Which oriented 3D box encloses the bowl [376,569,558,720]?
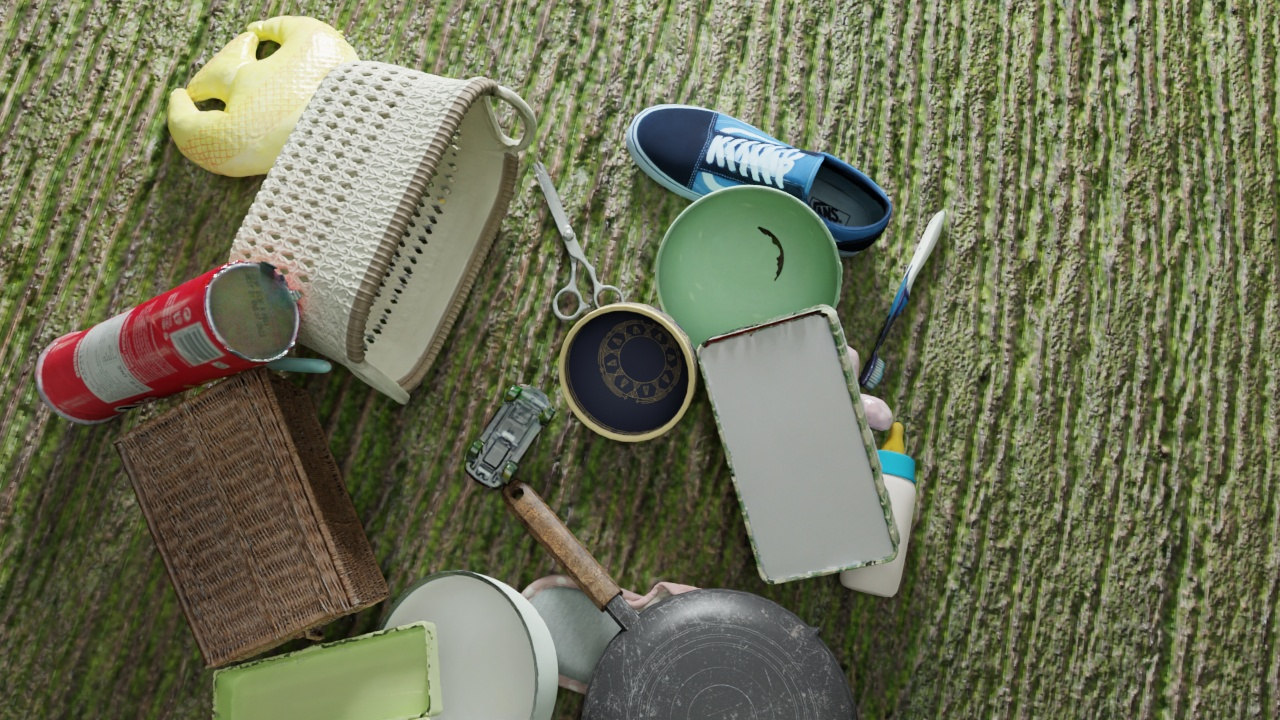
[{"bbox_3d":[-0.122,0.235,0.681,0.154,0.072,0.153,-7,74,27],"label":"bowl"}]

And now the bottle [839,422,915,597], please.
[{"bbox_3d":[0.204,0.123,0.773,0.051,0.051,0.146,15,78,-5],"label":"bottle"}]

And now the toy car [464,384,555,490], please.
[{"bbox_3d":[-0.106,0.062,0.751,0.042,0.036,0.091,32,78,0],"label":"toy car"}]

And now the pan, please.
[{"bbox_3d":[0.006,0.210,0.684,0.207,0.040,0.357,-39,69,-17],"label":"pan"}]

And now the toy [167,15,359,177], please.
[{"bbox_3d":[-0.303,-0.218,0.766,0.155,0.065,0.170,35,70,13],"label":"toy"}]

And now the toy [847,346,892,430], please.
[{"bbox_3d":[0.167,0.024,0.789,0.063,0.047,0.110,-29,85,-4],"label":"toy"}]

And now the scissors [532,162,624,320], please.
[{"bbox_3d":[-0.049,-0.098,0.800,0.095,0.014,0.170,0,83,-6],"label":"scissors"}]

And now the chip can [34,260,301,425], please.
[{"bbox_3d":[-0.334,-0.009,0.644,0.234,0.073,0.073,-14,78,34],"label":"chip can"}]

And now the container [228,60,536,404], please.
[{"bbox_3d":[-0.193,-0.105,0.704,0.143,0.185,0.245,21,76,7],"label":"container"}]

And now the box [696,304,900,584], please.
[{"bbox_3d":[0.125,0.067,0.727,0.118,0.049,0.205,-17,90,18],"label":"box"}]

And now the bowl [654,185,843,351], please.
[{"bbox_3d":[0.090,-0.077,0.770,0.151,0.076,0.151,3,111,7],"label":"bowl"}]

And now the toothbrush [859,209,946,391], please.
[{"bbox_3d":[0.241,-0.057,0.831,0.017,0.016,0.188,30,77,-12],"label":"toothbrush"}]

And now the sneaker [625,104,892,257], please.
[{"bbox_3d":[0.107,-0.170,0.791,0.241,0.098,0.083,24,77,-2],"label":"sneaker"}]

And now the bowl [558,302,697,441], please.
[{"bbox_3d":[-0.004,0.004,0.757,0.112,0.061,0.112,4,105,15],"label":"bowl"}]

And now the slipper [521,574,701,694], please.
[{"bbox_3d":[0.030,0.236,0.727,0.274,0.054,0.114,14,78,-3],"label":"slipper"}]

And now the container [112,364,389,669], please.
[{"bbox_3d":[-0.281,0.116,0.679,0.112,0.114,0.198,-25,83,-8],"label":"container"}]

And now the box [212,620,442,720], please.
[{"bbox_3d":[-0.228,0.265,0.643,0.188,0.044,0.141,-18,45,13],"label":"box"}]

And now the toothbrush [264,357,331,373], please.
[{"bbox_3d":[-0.302,-0.002,0.700,0.181,0.016,0.016,5,67,29],"label":"toothbrush"}]
